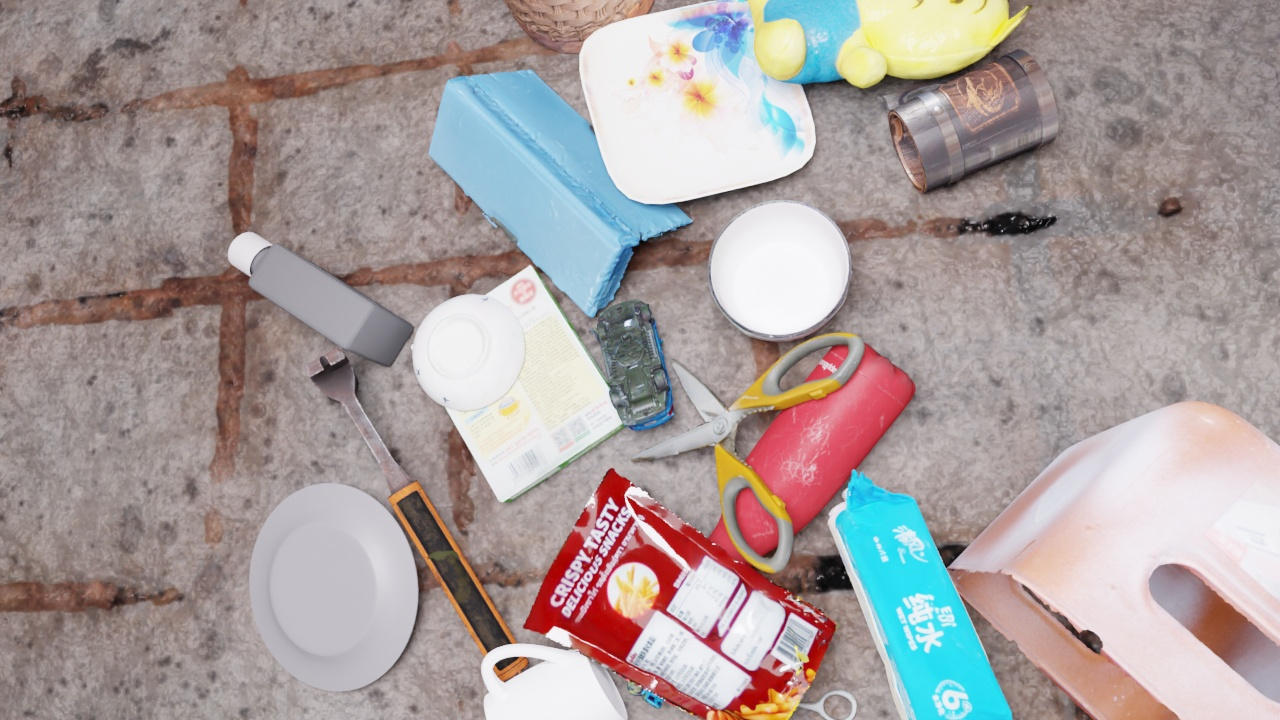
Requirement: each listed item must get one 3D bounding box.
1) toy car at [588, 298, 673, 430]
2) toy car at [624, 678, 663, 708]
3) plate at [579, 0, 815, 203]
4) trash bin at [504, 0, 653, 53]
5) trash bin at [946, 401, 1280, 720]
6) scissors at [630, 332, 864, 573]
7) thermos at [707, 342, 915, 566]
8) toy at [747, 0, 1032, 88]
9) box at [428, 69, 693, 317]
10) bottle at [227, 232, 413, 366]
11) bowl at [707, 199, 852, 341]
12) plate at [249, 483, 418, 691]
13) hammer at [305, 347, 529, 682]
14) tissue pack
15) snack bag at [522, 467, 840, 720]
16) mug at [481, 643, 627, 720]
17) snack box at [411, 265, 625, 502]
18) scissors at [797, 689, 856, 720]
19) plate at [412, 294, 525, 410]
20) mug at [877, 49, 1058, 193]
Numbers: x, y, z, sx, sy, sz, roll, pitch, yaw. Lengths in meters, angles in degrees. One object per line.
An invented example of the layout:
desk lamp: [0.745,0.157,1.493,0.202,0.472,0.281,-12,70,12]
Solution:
toy car: [-0.005,0.005,0.776,0.056,0.043,0.120,-21,59,12]
toy car: [-0.014,0.232,0.739,0.032,0.048,0.105,-44,74,-3]
plate: [0.048,-0.227,0.809,0.187,0.016,0.187,-14,74,-5]
trash bin: [-0.072,-0.382,0.779,0.151,0.210,0.151,-2,79,9]
trash bin: [0.328,0.145,0.584,0.181,0.260,0.157,43,86,15]
scissors: [0.085,0.051,0.712,0.229,0.016,0.225,-45,44,15]
thermos: [0.117,0.093,0.726,0.073,0.073,0.240,39,96,15]
toy: [0.195,-0.282,0.763,0.214,0.084,0.148,-5,56,3]
box: [-0.074,-0.160,0.831,0.231,0.094,0.111,45,46,16]
bottle: [-0.298,-0.062,0.829,0.174,0.084,0.046,31,86,16]
bowl: [0.115,-0.068,0.759,0.116,0.065,0.116,-2,78,10]
plate: [-0.271,0.196,0.791,0.179,0.012,0.178,-1,87,21]
hammer: [-0.187,0.125,0.764,0.035,0.138,0.314,-32,83,-16]
tissue pack: [0.195,0.181,0.673,0.066,0.117,0.209,-21,76,2]
snack bag: [0.030,0.193,0.688,0.208,0.066,0.139,30,95,2]
mug: [-0.073,0.263,0.719,0.087,0.081,0.114,-31,106,-2]
snack box: [-0.106,0.020,0.805,0.132,0.027,0.168,-34,75,3]
scissors: [0.096,0.278,0.726,0.142,0.014,0.147,11,82,10]
plate: [-0.153,-0.010,0.792,0.104,0.026,0.104,-2,79,12]
mug: [0.264,-0.205,0.759,0.107,0.080,0.115,-23,48,7]
